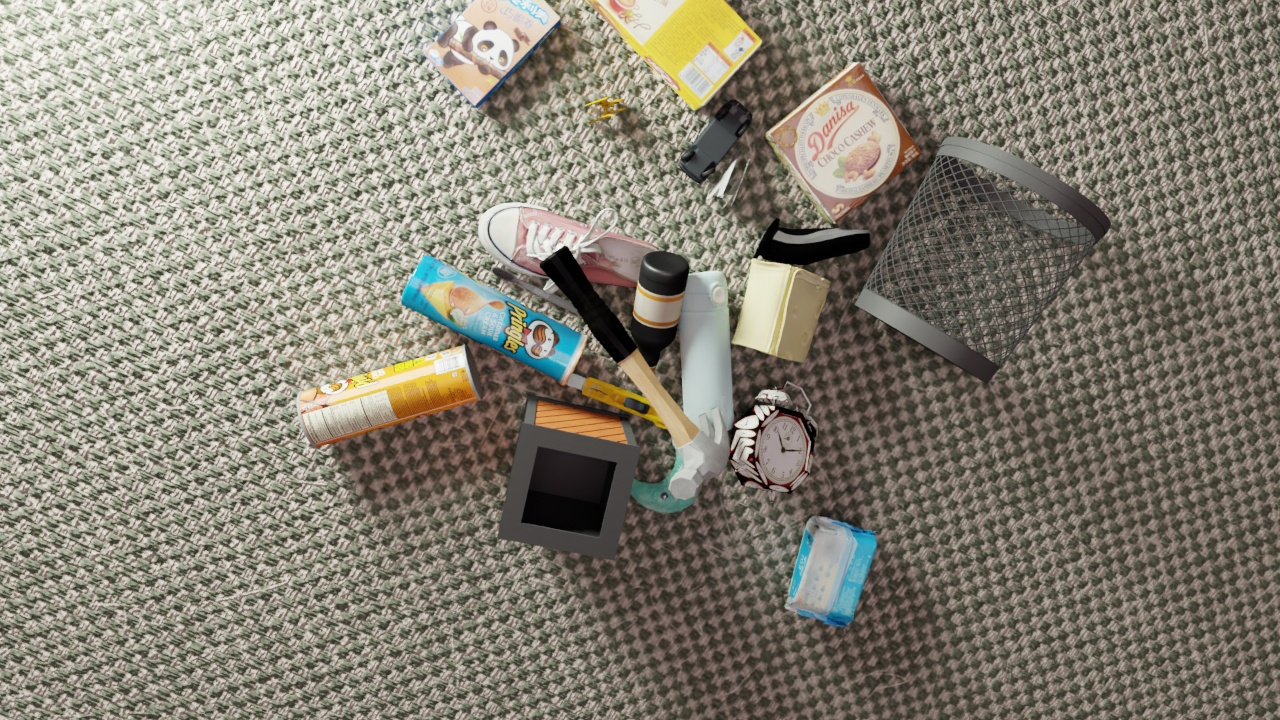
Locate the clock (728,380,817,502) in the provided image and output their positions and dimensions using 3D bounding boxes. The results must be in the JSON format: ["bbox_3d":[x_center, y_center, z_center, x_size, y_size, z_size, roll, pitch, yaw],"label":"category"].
[{"bbox_3d":[0.175,0.099,1.205,0.114,0.065,0.154,41,66,-29],"label":"clock"}]

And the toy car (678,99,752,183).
[{"bbox_3d":[0.095,-0.277,1.160,0.046,0.034,0.112,39,93,-10],"label":"toy car"}]

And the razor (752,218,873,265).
[{"bbox_3d":[0.225,-0.151,1.184,0.156,0.057,0.060,4,67,-5],"label":"razor"}]

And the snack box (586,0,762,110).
[{"bbox_3d":[0.028,-0.427,1.116,0.230,0.061,0.110,43,94,-10],"label":"snack box"}]

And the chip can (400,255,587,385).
[{"bbox_3d":[-0.181,-0.050,1.152,0.229,0.080,0.080,27,96,-7],"label":"chip can"}]

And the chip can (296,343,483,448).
[{"bbox_3d":[-0.314,0.044,1.158,0.215,0.075,0.075,-16,100,-2],"label":"chip can"}]

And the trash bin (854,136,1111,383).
[{"bbox_3d":[0.406,-0.117,1.125,0.217,0.217,0.227,29,99,-9],"label":"trash bin"}]

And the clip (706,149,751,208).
[{"bbox_3d":[0.102,-0.224,1.160,0.050,0.101,0.059,39,137,-17],"label":"clip"}]

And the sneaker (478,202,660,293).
[{"bbox_3d":[-0.084,-0.138,1.141,0.241,0.088,0.118,11,98,-7],"label":"sneaker"}]

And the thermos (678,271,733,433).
[{"bbox_3d":[0.084,-0.012,1.182,0.065,0.078,0.207,-9,103,-25],"label":"thermos"}]

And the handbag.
[{"bbox_3d":[0.184,-0.064,1.173,0.111,0.081,0.119,11,94,-43],"label":"handbag"}]

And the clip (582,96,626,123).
[{"bbox_3d":[-0.042,-0.317,1.140,0.045,0.054,0.049,42,70,-27],"label":"clip"}]

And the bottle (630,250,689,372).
[{"bbox_3d":[0.018,-0.046,1.159,0.059,0.059,0.182,6,124,-6],"label":"bottle"}]

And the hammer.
[{"bbox_3d":[-0.007,0.006,1.094,0.039,0.130,0.328,-32,98,38],"label":"hammer"}]

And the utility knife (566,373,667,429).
[{"bbox_3d":[-0.024,0.053,1.215,0.179,0.017,0.030,21,87,-5],"label":"utility knife"}]

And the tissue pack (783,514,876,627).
[{"bbox_3d":[0.257,0.286,1.251,0.093,0.061,0.144,16,95,-5],"label":"tissue pack"}]

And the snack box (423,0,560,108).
[{"bbox_3d":[-0.180,-0.393,1.119,0.151,0.034,0.087,-44,100,3],"label":"snack box"}]

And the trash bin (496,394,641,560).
[{"bbox_3d":[-0.090,0.139,1.142,0.139,0.171,0.140,12,98,-7],"label":"trash bin"}]

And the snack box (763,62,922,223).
[{"bbox_3d":[0.257,-0.275,1.170,0.143,0.041,0.147,-38,100,3],"label":"snack box"}]

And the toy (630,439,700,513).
[{"bbox_3d":[0.038,0.162,1.229,0.105,0.033,0.085,-38,89,3],"label":"toy"}]

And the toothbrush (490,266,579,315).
[{"bbox_3d":[-0.116,-0.082,1.187,0.167,0.013,0.013,25,96,-11],"label":"toothbrush"}]
